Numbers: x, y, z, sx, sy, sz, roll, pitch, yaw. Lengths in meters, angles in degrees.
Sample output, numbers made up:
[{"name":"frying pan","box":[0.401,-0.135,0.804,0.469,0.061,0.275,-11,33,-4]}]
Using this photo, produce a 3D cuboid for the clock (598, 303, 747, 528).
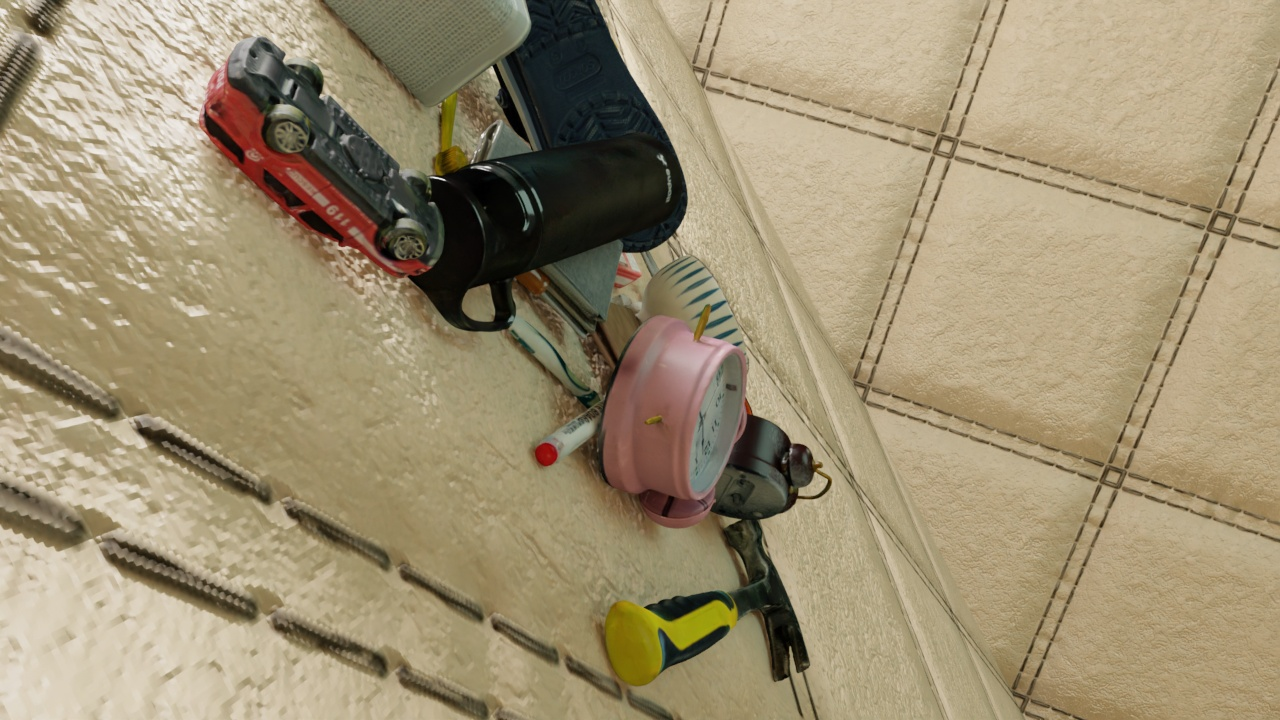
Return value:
[{"name":"clock","box":[0.028,0.044,0.603,0.159,0.060,0.117,74,37,-54]}]

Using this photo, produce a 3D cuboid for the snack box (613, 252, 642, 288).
[{"name":"snack box","box":[-0.050,-0.138,0.798,0.153,0.025,0.075,65,17,10]}]

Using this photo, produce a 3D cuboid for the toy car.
[{"name":"toy car","box":[-0.135,-0.083,0.401,0.120,0.045,0.052,44,26,-37]}]

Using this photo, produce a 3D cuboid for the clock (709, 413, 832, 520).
[{"name":"clock","box":[0.089,0.086,0.716,0.082,0.122,0.055,107,0,-55]}]

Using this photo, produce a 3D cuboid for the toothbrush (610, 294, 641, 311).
[{"name":"toothbrush","box":[0.004,-0.051,0.845,0.180,0.016,0.016,-5,75,-74]}]

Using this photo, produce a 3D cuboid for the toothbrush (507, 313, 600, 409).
[{"name":"toothbrush","box":[-0.034,0.021,0.607,0.191,0.018,0.016,49,20,-44]}]

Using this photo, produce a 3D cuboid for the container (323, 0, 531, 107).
[{"name":"container","box":[-0.140,-0.237,0.564,0.111,0.090,0.089,40,27,-47]}]

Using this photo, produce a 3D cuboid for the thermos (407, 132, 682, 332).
[{"name":"thermos","box":[-0.052,-0.084,0.559,0.241,0.068,0.090,-35,127,-58]}]

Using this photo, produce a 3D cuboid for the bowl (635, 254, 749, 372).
[{"name":"bowl","box":[0.036,-0.024,0.780,0.116,0.066,0.117,61,-11,19]}]

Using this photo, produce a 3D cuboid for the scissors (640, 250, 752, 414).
[{"name":"scissors","box":[0.055,-0.015,0.902,0.139,0.022,0.235,-7,78,-60]}]

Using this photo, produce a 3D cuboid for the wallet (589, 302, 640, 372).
[{"name":"wallet","box":[-0.004,0.004,0.703,0.115,0.020,0.101,61,13,10]}]

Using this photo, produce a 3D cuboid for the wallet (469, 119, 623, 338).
[{"name":"wallet","box":[-0.069,-0.087,0.627,0.129,0.037,0.106,44,35,-30]}]

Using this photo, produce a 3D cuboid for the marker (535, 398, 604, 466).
[{"name":"marker","box":[-0.028,0.036,0.569,0.017,0.017,0.145,62,24,-2]}]

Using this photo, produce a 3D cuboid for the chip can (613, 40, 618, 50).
[{"name":"chip can","box":[-0.072,-0.293,0.897,0.073,0.073,0.216,60,17,-11]}]

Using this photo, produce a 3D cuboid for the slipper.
[{"name":"slipper","box":[-0.056,-0.191,0.711,0.095,0.105,0.253,23,-33,54]}]

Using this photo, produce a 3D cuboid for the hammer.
[{"name":"hammer","box":[0.054,0.172,0.617,0.126,0.032,0.323,67,16,16]}]

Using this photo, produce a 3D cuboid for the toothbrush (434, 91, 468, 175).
[{"name":"toothbrush","box":[-0.128,-0.178,0.631,0.016,0.017,0.189,50,20,-40]}]
